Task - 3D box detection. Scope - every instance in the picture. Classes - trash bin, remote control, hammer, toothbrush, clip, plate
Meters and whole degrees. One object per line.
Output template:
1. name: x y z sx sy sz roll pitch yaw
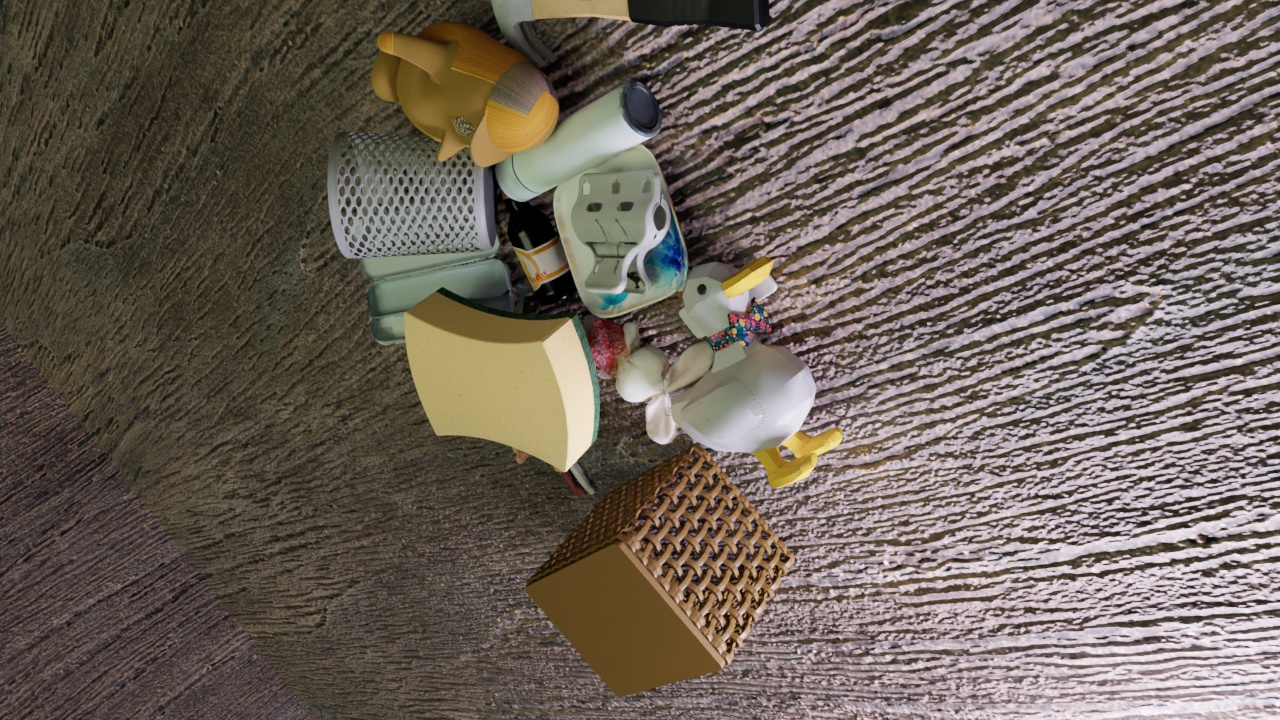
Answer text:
1. trash bin: -0.280 -0.209 1.160 0.183 0.156 0.157 -1 126 -2
2. remote control: 0.104 -0.073 1.113 0.045 0.008 0.147 52 136 -5
3. hammer: -0.020 -0.376 0.971 0.329 0.039 0.131 13 128 29
4. toothbrush: -0.181 -0.052 1.338 0.022 0.016 0.155 10 134 -9
5. clip: -0.024 -0.148 1.069 0.125 0.074 0.144 7 101 43
6. plate: -0.024 -0.154 1.113 0.187 0.016 0.187 -17 91 43

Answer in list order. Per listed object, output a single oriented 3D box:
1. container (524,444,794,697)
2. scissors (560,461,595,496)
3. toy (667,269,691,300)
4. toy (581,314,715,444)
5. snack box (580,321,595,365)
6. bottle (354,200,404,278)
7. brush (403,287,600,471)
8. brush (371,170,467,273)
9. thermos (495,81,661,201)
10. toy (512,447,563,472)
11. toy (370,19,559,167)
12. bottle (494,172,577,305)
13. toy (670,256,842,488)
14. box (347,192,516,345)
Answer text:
1. container: 0.024 0.300 1.293 0.219 0.213 0.252 50 136 -4
2. scissors: -0.139 0.135 1.443 0.188 0.015 0.147 35 136 15
3. toy: 0.031 -0.097 1.127 0.102 0.041 0.054 1 159 47
4. toy: -0.007 0.007 1.206 0.194 0.084 0.159 33 116 18
5. snack box: -0.118 0.001 1.264 0.061 0.105 0.084 15 128 28
6. bottle: -0.366 -0.166 1.297 0.040 0.040 0.130 0 119 37
7. brush: -0.179 0.022 1.193 0.250 0.075 0.195 12 126 28
8. brush: -0.305 -0.147 1.334 0.083 0.056 0.271 -17 108 46
9. thermos: -0.078 -0.253 1.080 0.231 0.067 0.068 -15 110 42
10. toy: -0.140 0.107 1.384 0.085 0.074 0.106 17 97 -17
11. toy: -0.188 -0.299 1.056 0.203 0.198 0.162 25 88 23
12. bottle: -0.142 -0.164 1.197 0.059 0.059 0.182 -8 115 40
13. toy: 0.118 0.018 1.079 0.267 0.140 0.247 54 133 3
14. box: -0.288 -0.125 1.271 0.210 0.061 0.192 -13 94 4
